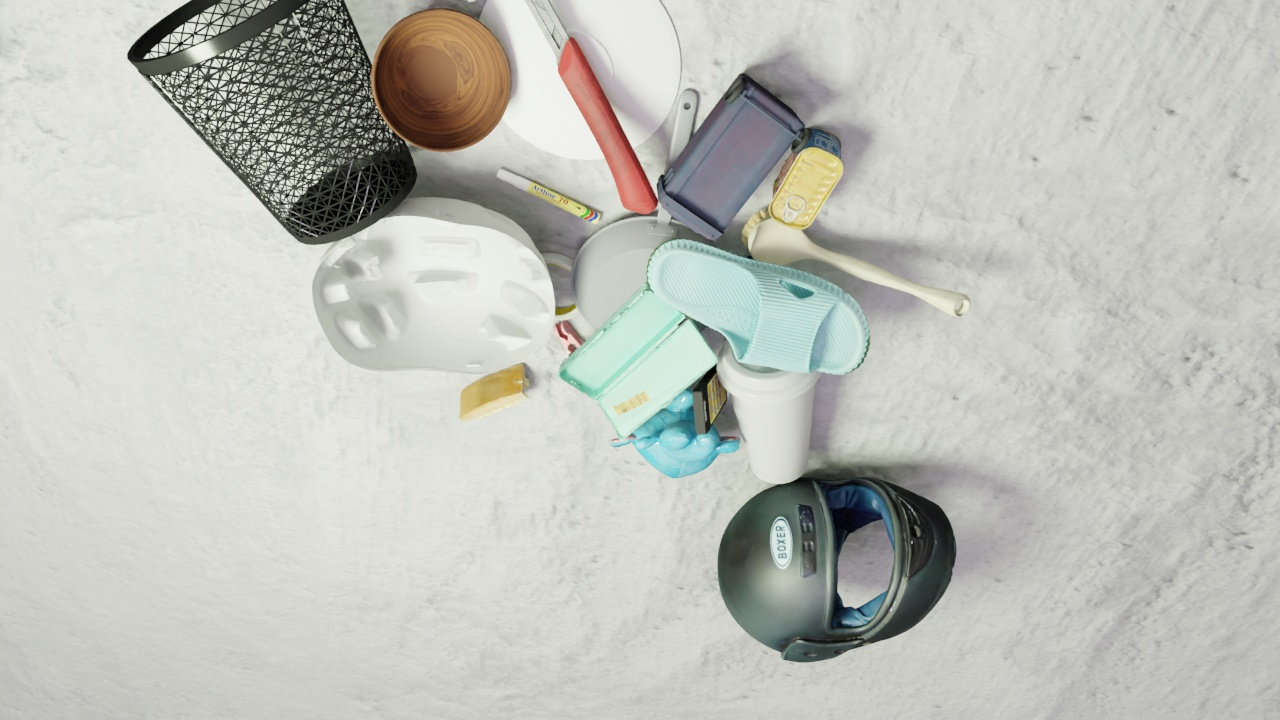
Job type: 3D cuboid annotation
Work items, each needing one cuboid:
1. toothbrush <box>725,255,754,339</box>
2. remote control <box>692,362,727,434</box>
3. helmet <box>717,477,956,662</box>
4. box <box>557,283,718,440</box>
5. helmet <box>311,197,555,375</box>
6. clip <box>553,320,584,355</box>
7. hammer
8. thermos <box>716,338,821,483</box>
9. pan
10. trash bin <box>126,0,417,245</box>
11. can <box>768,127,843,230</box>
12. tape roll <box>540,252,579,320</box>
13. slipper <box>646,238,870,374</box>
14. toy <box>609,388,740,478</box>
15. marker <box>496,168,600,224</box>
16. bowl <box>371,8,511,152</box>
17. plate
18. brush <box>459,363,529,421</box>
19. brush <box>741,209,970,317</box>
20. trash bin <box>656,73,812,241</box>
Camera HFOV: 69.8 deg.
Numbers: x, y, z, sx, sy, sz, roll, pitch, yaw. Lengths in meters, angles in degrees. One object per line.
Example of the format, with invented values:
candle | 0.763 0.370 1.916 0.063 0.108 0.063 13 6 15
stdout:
toothbrush | 0.121 -0.054 1.183 0.016 0.017 0.190 13 128 1
remote control | 0.089 0.045 1.161 0.013 0.133 0.058 -1 107 18
helmet | 0.238 0.277 1.256 0.235 0.248 0.317 13 151 -21
box | -0.004 0.002 1.166 0.138 0.057 0.187 44 121 -9
helmet | -0.239 -0.093 1.112 0.283 0.183 0.224 4 134 16
clip | -0.092 -0.029 1.240 0.044 0.023 0.060 -2 129 7
hammer | -0.061 -0.295 0.968 0.126 0.036 0.316 -21 115 22
thermos | 0.175 0.062 1.202 0.132 0.131 0.222 -2 135 12
pan | 0.024 -0.148 1.106 0.200 0.050 0.358 8 130 -5
trash bin | -0.373 -0.271 0.993 0.217 0.216 0.243 -10 132 18
can | 0.184 -0.203 1.024 0.054 0.058 0.100 23 128 -7
tape roll | -0.113 -0.095 1.192 0.094 0.019 0.094 5 128 6
slipper | 0.132 -0.059 1.054 0.276 0.069 0.116 22 117 7
toy | 0.054 0.096 1.227 0.183 0.114 0.181 4 167 -6
marker | -0.111 -0.199 1.112 0.132 0.014 0.014 24 128 -8
bowl | -0.220 -0.307 0.997 0.147 0.069 0.147 -10 119 -19
plate | -0.072 -0.319 1.000 0.229 0.030 0.230 5 129 7
brush | -0.206 0.049 1.307 0.117 0.049 0.039 -22 143 24
brush | 0.245 -0.107 1.056 0.272 0.077 0.062 21 124 10
trash bin | 0.093 -0.217 0.992 0.093 0.092 0.161 32 113 -16
